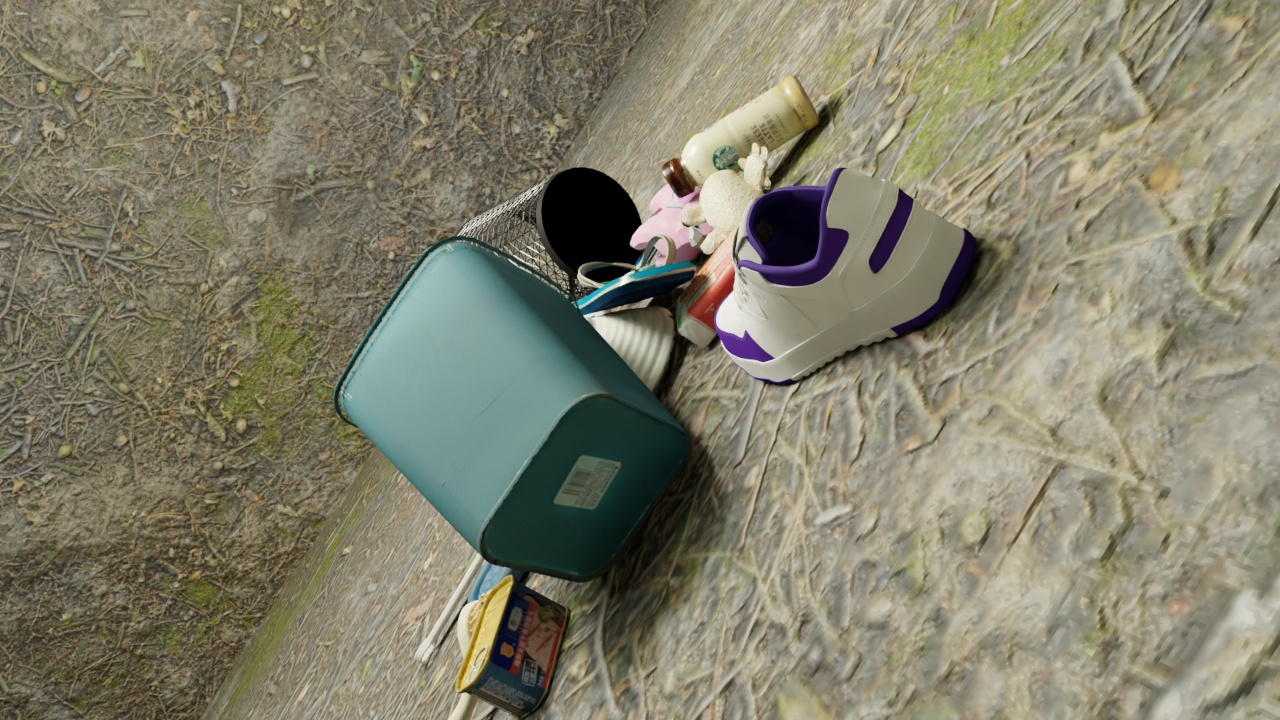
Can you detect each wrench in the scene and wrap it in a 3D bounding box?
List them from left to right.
[{"bbox_3d":[-0.181,0.223,1.048,0.273,0.009,0.047,-59,-12,-5],"label":"wrench"}]

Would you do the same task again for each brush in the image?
[{"bbox_3d":[-0.165,0.323,0.775,0.077,0.062,0.271,-34,31,63],"label":"brush"}]

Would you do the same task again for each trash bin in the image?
[{"bbox_3d":[-0.097,0.047,0.750,0.218,0.196,0.199,41,99,42],"label":"trash bin"},{"bbox_3d":[-0.130,-0.156,1.325,0.244,0.217,0.216,-22,38,53],"label":"trash bin"}]

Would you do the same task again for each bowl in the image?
[{"bbox_3d":[-0.049,0.004,0.926,0.178,0.071,0.177,-45,24,26],"label":"bowl"}]

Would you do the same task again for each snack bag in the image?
[{"bbox_3d":[0.078,-0.073,0.838,0.116,0.036,0.077,-51,16,21],"label":"snack bag"}]

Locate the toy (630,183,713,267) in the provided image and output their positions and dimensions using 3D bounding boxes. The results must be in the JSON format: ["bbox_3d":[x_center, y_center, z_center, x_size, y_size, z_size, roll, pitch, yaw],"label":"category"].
[{"bbox_3d":[0.056,-0.157,1.012,0.158,0.067,0.123,-21,36,56],"label":"toy"}]

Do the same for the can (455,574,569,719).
[{"bbox_3d":[-0.102,0.232,0.743,0.054,0.059,0.099,-44,20,39],"label":"can"}]

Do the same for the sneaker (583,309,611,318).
[{"bbox_3d":[-0.098,0.004,1.125,0.088,0.079,0.234,-41,23,45],"label":"sneaker"}]

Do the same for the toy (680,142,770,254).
[{"bbox_3d":[0.092,-0.154,0.895,0.112,0.050,0.087,-47,53,10],"label":"toy"}]

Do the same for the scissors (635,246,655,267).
[{"bbox_3d":[0.020,-0.155,1.202,0.133,0.014,0.127,-55,14,2],"label":"scissors"}]

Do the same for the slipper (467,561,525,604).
[{"bbox_3d":[-0.129,0.162,0.958,0.104,0.059,0.213,-27,35,56],"label":"slipper"}]

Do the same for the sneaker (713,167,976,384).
[{"bbox_3d":[0.097,-0.058,0.618,0.245,0.111,0.091,-24,36,62],"label":"sneaker"}]

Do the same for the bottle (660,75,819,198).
[{"bbox_3d":[0.099,-0.223,0.934,0.162,0.056,0.056,-29,24,14],"label":"bottle"}]

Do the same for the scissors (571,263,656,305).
[{"bbox_3d":[-0.030,-0.095,1.152,0.132,0.011,0.125,-24,-4,20],"label":"scissors"}]

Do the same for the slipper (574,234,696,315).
[{"bbox_3d":[-0.014,-0.088,0.945,0.118,0.060,0.295,-19,2,-9],"label":"slipper"}]
